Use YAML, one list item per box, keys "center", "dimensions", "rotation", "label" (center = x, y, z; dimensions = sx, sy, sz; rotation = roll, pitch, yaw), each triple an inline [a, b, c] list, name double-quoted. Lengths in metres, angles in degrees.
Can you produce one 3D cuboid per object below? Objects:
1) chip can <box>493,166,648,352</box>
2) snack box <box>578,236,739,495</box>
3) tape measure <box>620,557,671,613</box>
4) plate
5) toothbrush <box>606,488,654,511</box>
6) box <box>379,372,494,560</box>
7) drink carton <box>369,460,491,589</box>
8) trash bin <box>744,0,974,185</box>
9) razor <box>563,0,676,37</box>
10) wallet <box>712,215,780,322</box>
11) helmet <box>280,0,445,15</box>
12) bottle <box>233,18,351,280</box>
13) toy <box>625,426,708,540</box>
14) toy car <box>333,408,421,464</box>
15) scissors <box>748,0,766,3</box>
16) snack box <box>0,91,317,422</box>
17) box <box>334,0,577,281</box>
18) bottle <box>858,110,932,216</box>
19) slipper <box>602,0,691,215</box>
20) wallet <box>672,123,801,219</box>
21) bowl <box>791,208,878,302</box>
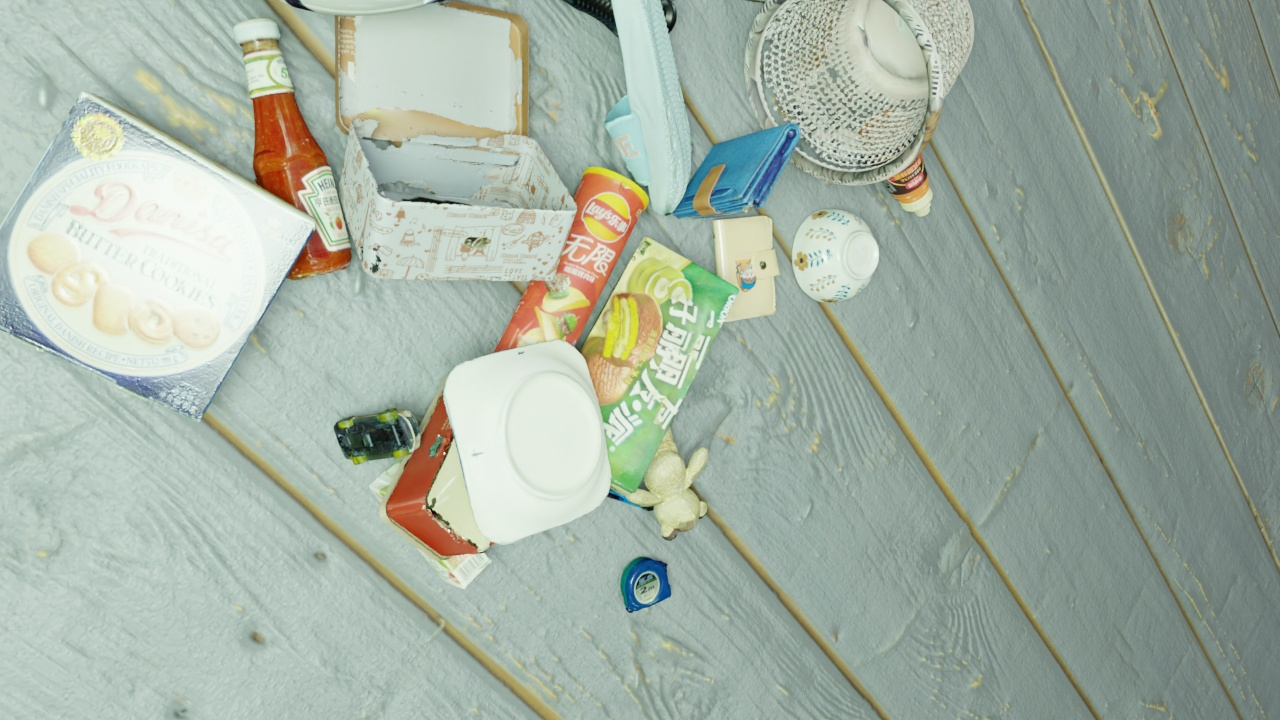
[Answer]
- center: [-0.069, -0.081, 0.894]
  dimensions: [0.073, 0.073, 0.216]
  rotation: [33, 78, -30]
  label: "chip can"
- center: [-0.005, 0.005, 0.925]
  dimensions: [0.114, 0.063, 0.239]
  rotation: [29, 78, -4]
  label: "snack box"
- center: [0.004, 0.242, 0.998]
  dimensions: [0.058, 0.025, 0.054]
  rotation: [-16, 101, -34]
  label: "tape measure"
- center: [-0.086, 0.067, 0.804]
  dimensions: [0.163, 0.034, 0.164]
  rotation: [-16, 93, -45]
  label: "plate"
- center: [-0.058, 0.128, 0.958]
  dimensions: [0.189, 0.016, 0.014]
  rotation: [26, 72, -34]
  label: "toothbrush"
- center: [-0.146, 0.085, 0.814]
  dimensions: [0.091, 0.080, 0.167]
  rotation: [48, 44, -32]
  label: "box"
- center: [-0.192, 0.150, 0.850]
  dimensions: [0.045, 0.054, 0.122]
  rotation: [-42, 115, -26]
  label: "drink carton"
- center: [0.258, -0.335, 1.006]
  dimensions: [0.191, 0.228, 0.227]
  rotation: [-41, 115, -36]
  label: "trash bin"
- center: [-0.044, -0.362, 0.899]
  dimensions: [0.167, 0.062, 0.067]
  rotation: [20, 54, -26]
  label: "razor"
- center: [0.122, -0.105, 1.040]
  dimensions: [0.087, 0.024, 0.115]
  rotation: [-10, 99, -32]
  label: "wallet"
- center: [-0.230, -0.352, 0.704]
  dimensions: [0.273, 0.230, 0.157]
  rotation: [-2, 138, -33]
  label: "helmet"
- center: [-0.289, -0.171, 0.754]
  dimensions: [0.059, 0.060, 0.206]
  rotation: [-17, 104, -30]
  label: "bottle"
- center: [0.020, 0.112, 0.979]
  dimensions: [0.105, 0.066, 0.157]
  rotation: [-27, 101, -26]
  label: "toy"
- center: [-0.227, 0.063, 0.799]
  dimensions: [0.035, 0.091, 0.042]
  rotation: [-37, 113, -54]
  label: "toy car"
- center: [0.070, -0.417, 0.982]
  dimensions: [0.174, 0.014, 0.136]
  rotation: [-38, 114, -23]
  label: "scissors"
- center: [-0.370, -0.074, 0.688]
  dimensions: [0.178, 0.046, 0.182]
  rotation: [31, 90, -20]
  label: "snack box"
- center: [-0.171, -0.193, 0.808]
  dimensions: [0.178, 0.126, 0.273]
  rotation: [-1, 68, -32]
  label: "box"
- center: [0.323, -0.236, 1.134]
  dimensions: [0.066, 0.067, 0.149]
  rotation: [-52, 125, -17]
  label: "bottle"
- center: [-0.002, -0.252, 0.895]
  dimensions: [0.103, 0.074, 0.246]
  rotation: [-73, 155, -52]
  label: "slipper"
- center: [0.095, -0.193, 0.950]
  dimensions: [0.040, 0.133, 0.106]
  rotation: [40, 73, -25]
  label: "wallet"
- center: [0.241, -0.124, 1.090]
  dimensions: [0.113, 0.062, 0.113]
  rotation: [-3, 97, -30]
  label: "bowl"
